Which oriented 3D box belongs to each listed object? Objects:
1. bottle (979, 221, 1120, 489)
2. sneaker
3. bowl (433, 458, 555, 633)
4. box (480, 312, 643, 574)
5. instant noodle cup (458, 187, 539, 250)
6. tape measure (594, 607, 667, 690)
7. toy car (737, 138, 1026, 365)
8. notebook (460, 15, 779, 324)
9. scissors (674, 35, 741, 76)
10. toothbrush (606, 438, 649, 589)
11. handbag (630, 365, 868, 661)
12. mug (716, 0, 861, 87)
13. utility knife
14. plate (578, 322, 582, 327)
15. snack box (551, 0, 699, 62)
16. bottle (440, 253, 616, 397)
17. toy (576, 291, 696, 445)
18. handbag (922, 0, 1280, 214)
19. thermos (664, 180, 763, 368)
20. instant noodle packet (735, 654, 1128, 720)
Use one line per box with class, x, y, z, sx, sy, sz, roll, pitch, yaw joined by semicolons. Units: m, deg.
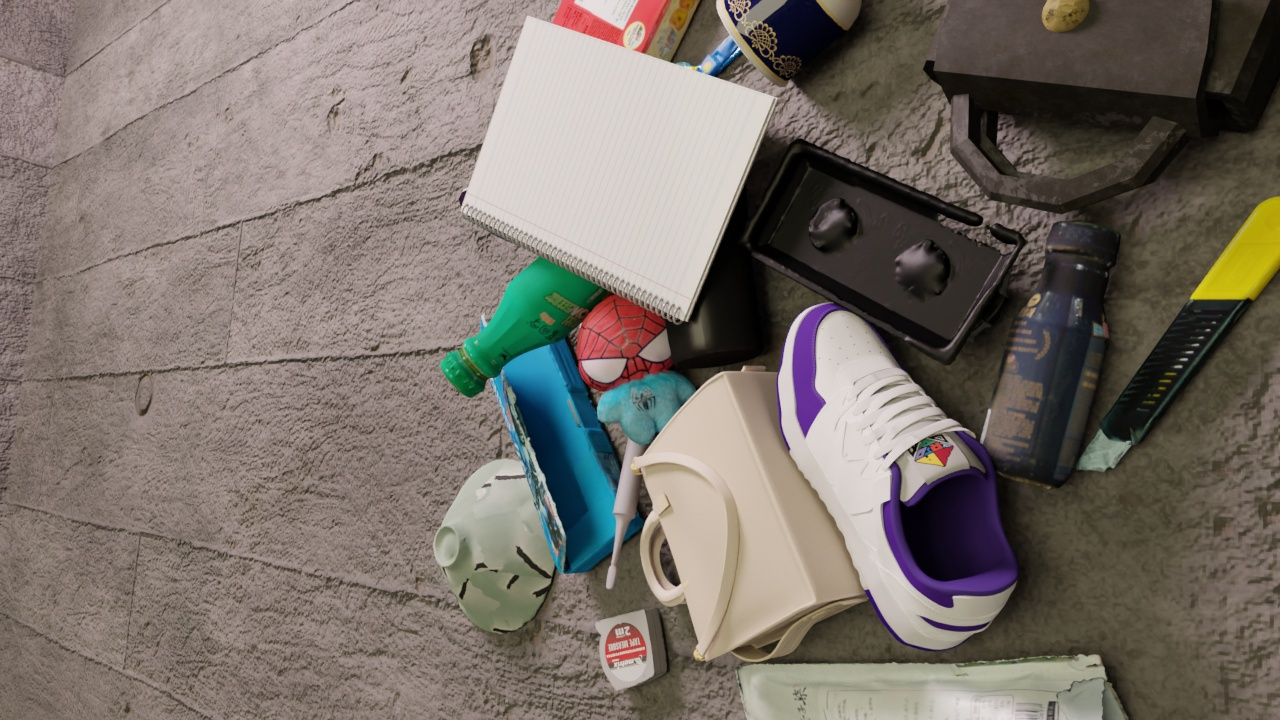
bottle;0.253;-0.004;0.562;0.056;0.056;0.161;16;94;42
sneaker;0.161;0.057;0.582;0.111;0.091;0.244;105;147;-65
bowl;-0.162;0.179;0.896;0.175;0.067;0.174;-8;78;43
box;-0.094;0.068;0.842;0.092;0.085;0.243;-43;57;29
instant noodle cup;-0.087;-0.184;0.862;0.137;0.122;0.121;1;67;44
tape measure;-0.007;0.243;0.776;0.060;0.020;0.062;-26;67;36
toy car;0.171;-0.075;0.639;0.192;0.071;0.094;36;105;39
notebook;-0.031;-0.156;0.727;0.246;0.013;0.178;28;104;28
scissors;0.063;-0.253;0.808;0.131;0.022;0.070;-29;63;31
toothbrush;-0.007;0.099;0.773;0.018;0.019;0.187;3;69;22
handbag;0.061;0.132;0.697;0.198;0.101;0.194;-45;55;42
mug;0.121;-0.284;0.721;0.089;0.085;0.111;-36;35;29
utility knife;0.315;-0.008;0.532;0.029;0.020;0.188;44;110;39
plate;-0.013;-0.085;0.844;0.157;0.014;0.157;-10;75;40
snack box;-0.024;-0.318;0.878;0.145;0.040;0.143;40;109;38
bottle;-0.084;-0.049;0.798;0.210;0.068;0.068;-40;55;4
toy;-0.005;0.004;0.766;0.092;0.062;0.132;-19;73;4
handbag;0.265;-0.188;0.552;0.197;0.102;0.199;23;98;42
thermos;0.047;-0.107;0.742;0.106;0.105;0.218;-16;77;39
instant noodle packet;0.178;0.268;0.595;0.270;0.057;0.146;-22;66;43
